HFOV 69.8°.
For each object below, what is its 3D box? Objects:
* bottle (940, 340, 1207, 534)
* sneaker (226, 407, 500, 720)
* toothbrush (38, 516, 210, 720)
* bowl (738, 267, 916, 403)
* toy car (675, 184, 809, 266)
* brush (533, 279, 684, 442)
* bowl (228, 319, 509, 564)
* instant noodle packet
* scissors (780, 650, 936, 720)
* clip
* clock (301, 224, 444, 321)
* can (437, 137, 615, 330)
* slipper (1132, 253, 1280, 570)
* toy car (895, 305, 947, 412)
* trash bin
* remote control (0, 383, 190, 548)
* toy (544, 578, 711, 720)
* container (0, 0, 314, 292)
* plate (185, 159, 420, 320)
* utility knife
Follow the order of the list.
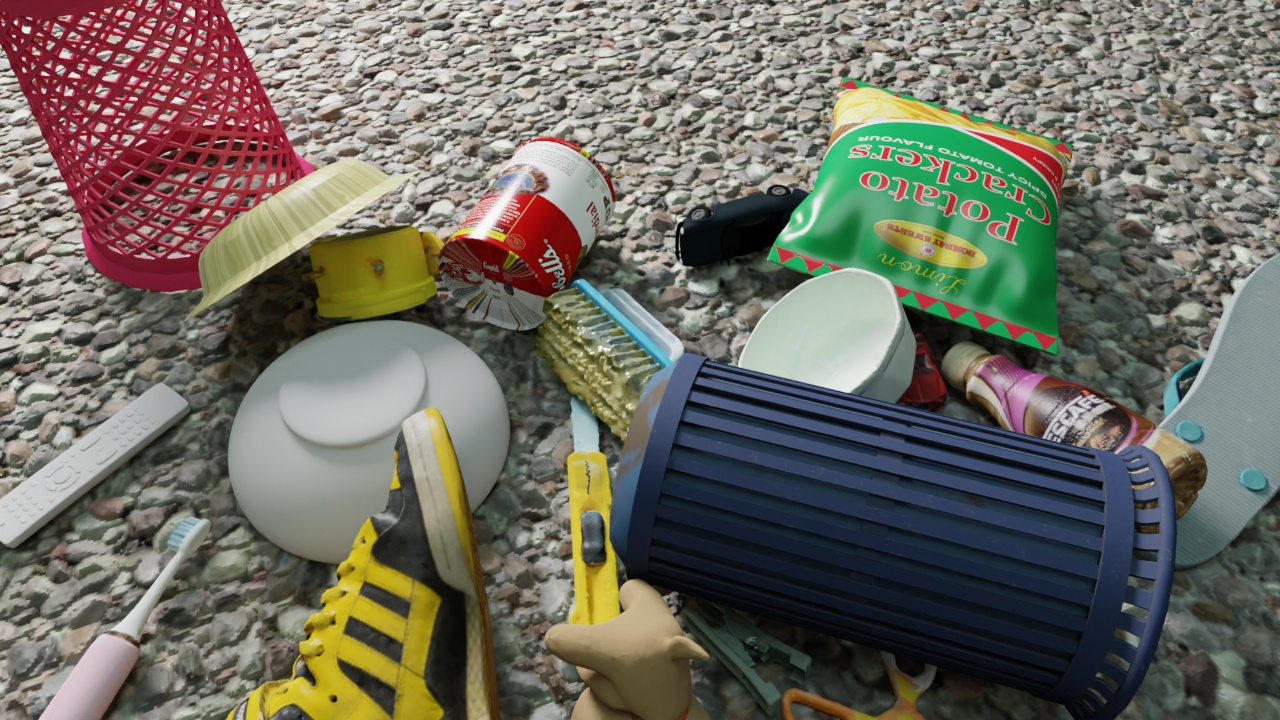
[{"bbox_3d":[0.255,0.038,0.566,0.059,0.060,0.166,-24,38,-18],"label":"bottle"},{"bbox_3d":[-0.138,0.143,0.462,0.122,0.086,0.238,-8,62,-9],"label":"sneaker"},{"bbox_3d":[-0.293,0.178,0.484,0.026,0.027,0.222,13,51,8],"label":"toothbrush"},{"bbox_3d":[0.126,0.005,0.589,0.118,0.061,0.117,-30,36,25],"label":"bowl"},{"bbox_3d":[0.079,-0.101,0.698,0.112,0.046,0.034,-18,48,-17],"label":"toy car"},{"bbox_3d":[-0.004,0.004,0.609,0.075,0.055,0.136,-19,51,-39],"label":"brush"},{"bbox_3d":[-0.173,0.034,0.574,0.176,0.066,0.176,0,51,0],"label":"bowl"},{"bbox_3d":[0.220,-0.122,0.684,0.195,0.090,0.251,20,50,8],"label":"instant noodle packet"},{"bbox_3d":[0.139,0.187,0.486,0.125,0.011,0.127,16,53,14],"label":"scissors"},{"bbox_3d":[0.050,0.160,0.495,0.078,0.023,0.050,20,50,25],"label":"clip"},{"bbox_3d":[-0.185,-0.063,0.650,0.083,0.057,0.118,-7,14,10],"label":"clock"},{"bbox_3d":[-0.080,-0.093,0.663,0.087,0.087,0.116,18,54,14],"label":"can"},{"bbox_3d":[0.394,0.035,0.594,0.098,0.055,0.268,37,71,23],"label":"slipper"},{"bbox_3d":[0.178,-0.003,0.627,0.042,0.036,0.091,-8,57,-8],"label":"toy car"},{"bbox_3d":[0.117,0.083,0.480,0.250,0.139,0.139,13,52,11],"label":"trash bin"},{"bbox_3d":[-0.349,0.065,0.583,0.033,0.012,0.130,28,56,24],"label":"remote control"},{"bbox_3d":[0.004,0.170,0.440,0.133,0.108,0.106,-22,16,-37],"label":"toy"},{"bbox_3d":[-0.352,-0.193,0.655,0.183,0.226,0.182,0,51,0],"label":"container"},{"bbox_3d":[-0.238,-0.094,0.623,0.184,0.036,0.184,-29,17,10],"label":"plate"},{"bbox_3d":[-0.031,0.098,0.558,0.030,0.018,0.190,2,47,-11],"label":"utility knife"}]
